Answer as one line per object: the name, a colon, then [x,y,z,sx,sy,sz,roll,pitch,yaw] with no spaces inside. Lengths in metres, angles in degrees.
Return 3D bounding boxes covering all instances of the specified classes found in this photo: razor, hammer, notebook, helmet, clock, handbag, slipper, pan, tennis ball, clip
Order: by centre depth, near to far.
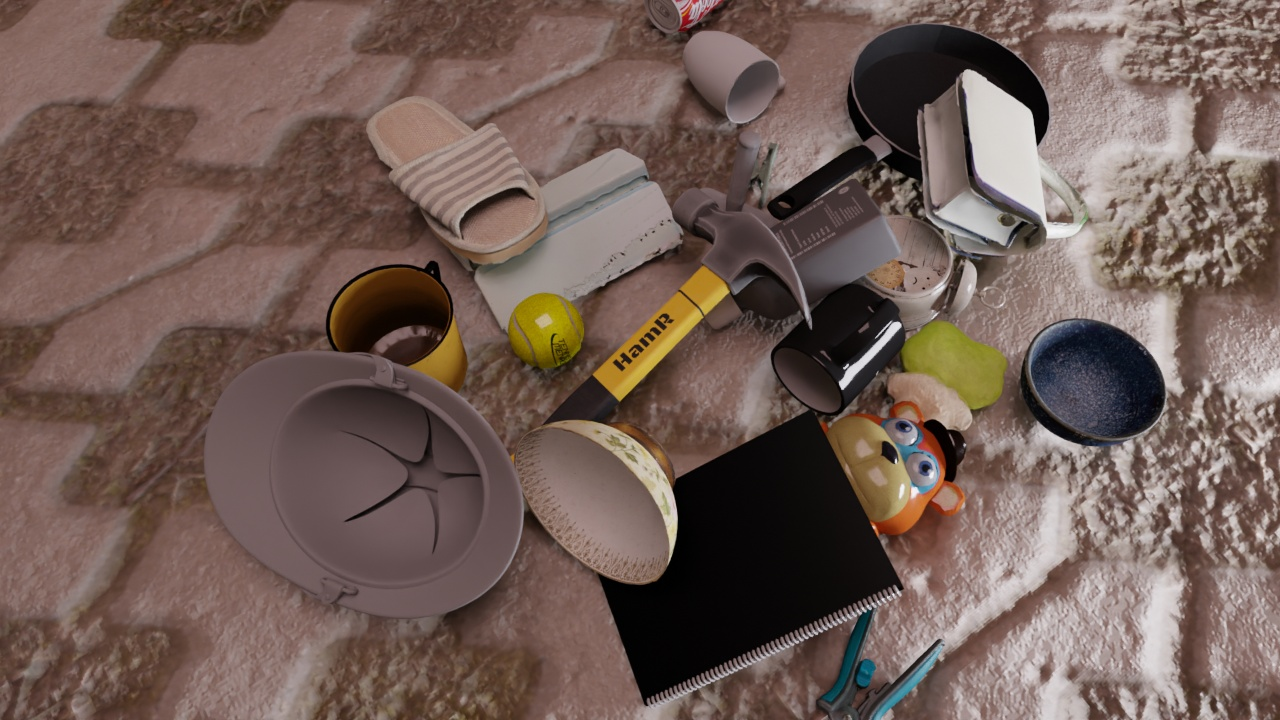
notebook: [0.069,0.149,0.689,0.207,0.016,0.149,-29,63,12]
helmet: [-0.193,0.089,0.713,0.271,0.117,0.183,15,93,18]
hammer: [-0.005,0.004,0.758,0.324,0.034,0.170,-45,57,-4]
tennis ball: [-0.082,-0.026,0.798,0.065,0.065,0.065,0,62,-1]
handbag: [0.330,-0.158,0.830,0.176,0.074,0.151,20,56,-22]
clock: [0.254,-0.080,0.836,0.157,0.061,0.103,18,63,10]
razor: [0.091,-0.162,0.846,0.088,0.116,0.047,27,57,12]
slipper: [-0.180,-0.184,0.863,0.114,0.054,0.272,-29,51,-18]
pan: [0.254,-0.221,0.911,0.354,0.044,0.204,-35,69,-21]
clip: [0.118,-0.186,0.914,0.042,0.023,0.075,13,60,8]

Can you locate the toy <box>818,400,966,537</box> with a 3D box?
toy: [0.176,0.093,0.732,0.175,0.096,0.112,-13,63,-21]

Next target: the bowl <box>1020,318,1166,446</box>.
bowl: [0.376,0.028,0.782,0.114,0.061,0.114,0,61,0]

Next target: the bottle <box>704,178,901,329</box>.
bottle: [0.132,-0.084,0.810,0.174,0.046,0.083,-30,31,13]

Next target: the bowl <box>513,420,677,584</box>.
bowl: [-0.021,0.092,0.686,0.145,0.145,0.063,34,49,16]

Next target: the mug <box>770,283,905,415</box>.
mug: [0.174,-0.015,0.771,0.087,0.114,0.078,-42,88,-21]

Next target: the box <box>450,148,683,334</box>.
box: [-0.072,-0.119,0.864,0.197,0.074,0.126,-29,86,-12]

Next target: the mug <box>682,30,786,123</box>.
mug: [0.101,-0.302,0.958,0.107,0.071,0.089,-14,49,-40]

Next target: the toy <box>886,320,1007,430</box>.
toy: [0.259,0.022,0.793,0.092,0.043,0.117,33,69,11]

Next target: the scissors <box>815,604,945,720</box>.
scissors: [0.171,0.243,0.686,0.124,0.019,0.155,-2,64,-1]

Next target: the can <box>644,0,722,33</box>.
can: [0.057,-0.410,1.008,0.064,0.064,0.104,37,67,17]

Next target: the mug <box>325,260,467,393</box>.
mug: [-0.196,-0.022,0.778,0.100,0.094,0.123,17,62,10]
